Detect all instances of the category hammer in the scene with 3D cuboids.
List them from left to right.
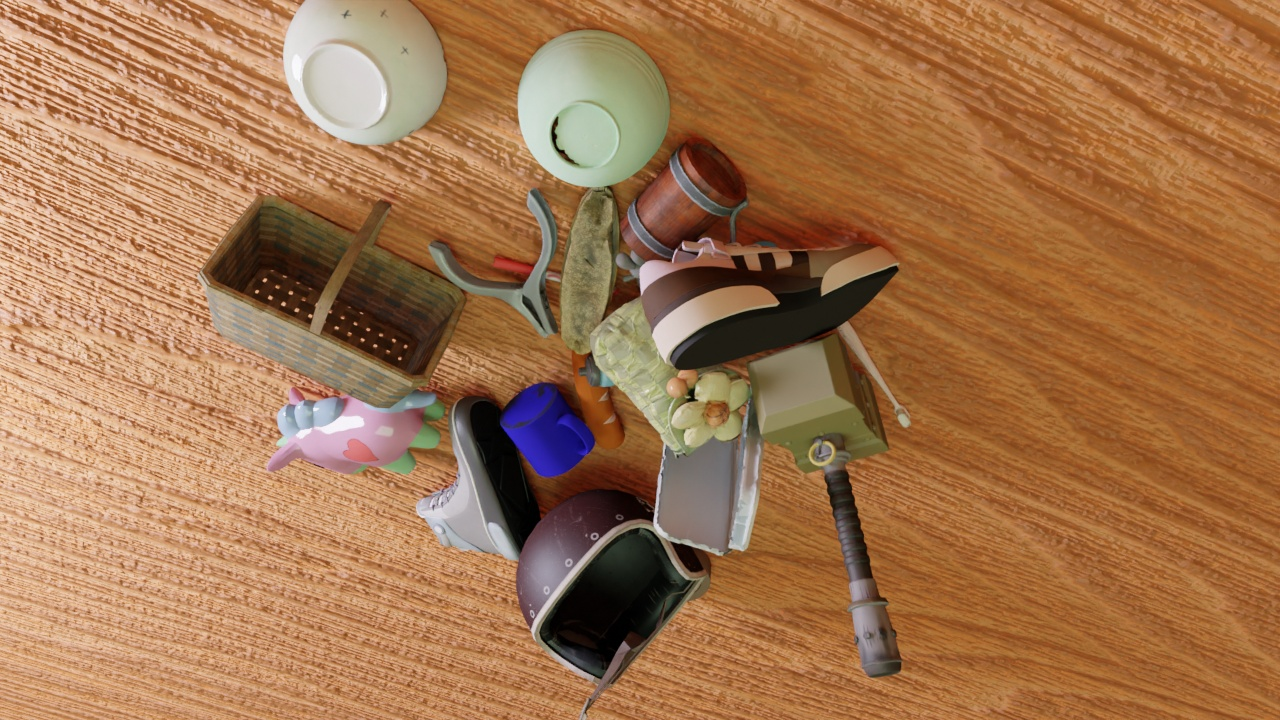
[{"bbox_3d":[0.212,0.157,0.949,0.101,0.324,0.190,-19,151,20],"label":"hammer"}]

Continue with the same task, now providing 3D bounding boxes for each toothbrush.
[{"bbox_3d":[0.265,0.012,1.047,0.016,0.018,0.181,-28,119,23],"label":"toothbrush"}]

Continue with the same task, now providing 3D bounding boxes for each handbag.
[{"bbox_3d":[0.037,0.020,0.967,0.113,0.117,0.186,-44,112,-4],"label":"handbag"}]

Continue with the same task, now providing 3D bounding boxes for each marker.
[{"bbox_3d":[-0.093,-0.092,1.014,0.142,0.012,0.013,14,128,-4],"label":"marker"}]

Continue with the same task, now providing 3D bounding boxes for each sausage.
[{"bbox_3d":[-0.052,0.040,1.094,0.044,0.039,0.164,-10,126,2],"label":"sausage"}]

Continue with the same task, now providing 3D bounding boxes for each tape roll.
[{"bbox_3d":[0.051,0.296,1.282,0.094,0.030,0.094,4,128,4],"label":"tape roll"}]

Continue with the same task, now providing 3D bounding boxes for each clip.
[{"bbox_3d":[-0.127,-0.119,0.976,0.169,0.031,0.165,34,118,-7],"label":"clip"}]

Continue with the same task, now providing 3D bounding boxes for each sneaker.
[{"bbox_3d":[-0.233,0.154,1.183,0.161,0.092,0.257,-3,126,20],"label":"sneaker"},{"bbox_3d":[0.122,-0.082,0.905,0.293,0.116,0.112,-18,157,-28],"label":"sneaker"}]

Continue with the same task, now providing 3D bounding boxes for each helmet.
[{"bbox_3d":[-0.037,0.291,1.146,0.253,0.233,0.233,40,98,14],"label":"helmet"}]

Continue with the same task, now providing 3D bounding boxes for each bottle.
[{"bbox_3d":[-0.006,0.006,1.036,0.130,0.040,0.040,-6,129,-14],"label":"bottle"}]

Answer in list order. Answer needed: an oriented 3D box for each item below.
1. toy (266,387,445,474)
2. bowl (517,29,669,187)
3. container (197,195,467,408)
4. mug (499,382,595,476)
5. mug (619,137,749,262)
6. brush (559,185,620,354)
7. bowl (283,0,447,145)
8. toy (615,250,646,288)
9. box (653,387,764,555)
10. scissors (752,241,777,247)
[{"bbox_3d":[-0.342,0.076,1.112,0.171,0.119,0.223,23,140,-26],"label":"toy"},{"bbox_3d":[-0.048,-0.226,0.867,0.151,0.076,0.151,3,127,4],"label":"bowl"},{"bbox_3d":[-0.316,-0.076,0.969,0.250,0.157,0.187,27,137,-13],"label":"container"},{"bbox_3d":[-0.103,0.084,1.098,0.111,0.079,0.083,1,134,43],"label":"mug"},{"bbox_3d":[0.053,-0.144,0.917,0.117,0.081,0.111,35,127,-19],"label":"mug"},{"bbox_3d":[-0.055,-0.094,0.979,0.059,0.043,0.196,10,119,-3],"label":"brush"},{"bbox_3d":[-0.266,-0.270,0.864,0.153,0.072,0.154,3,126,4],"label":"bowl"},{"bbox_3d":[0.010,-0.087,0.980,0.049,0.030,0.111,-17,152,19],"label":"toy"},{"bbox_3d":[0.092,0.108,1.022,0.130,0.210,0.106,13,126,-5],"label":"box"},{"bbox_3d":[0.103,-0.080,1.003,0.055,0.015,0.137,40,128,-20],"label":"scissors"}]
